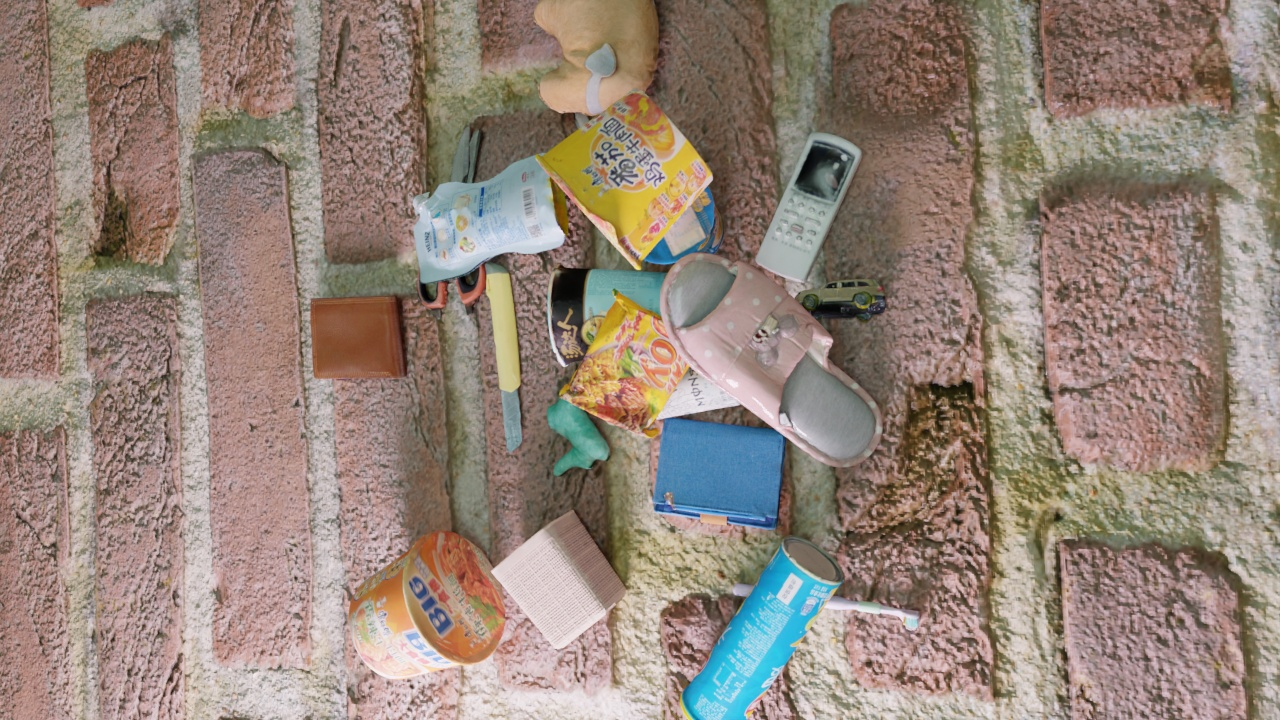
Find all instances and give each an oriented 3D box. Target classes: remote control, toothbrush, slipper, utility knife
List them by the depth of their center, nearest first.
[{"bbox_3d":[0.131,0.003,0.878,0.274,0.054,0.114,42,81,-12],"label":"slipper"},{"bbox_3d":[0.186,0.249,0.936,0.189,0.029,0.021,5,51,20],"label":"toothbrush"},{"bbox_3d":[0.172,-0.157,0.937,0.058,0.021,0.150,25,99,17],"label":"remote control"},{"bbox_3d":[-0.154,-0.005,1.047,0.031,0.022,0.219,-6,82,0],"label":"utility knife"}]

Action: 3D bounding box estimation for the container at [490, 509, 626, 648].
[{"bbox_3d":[-0.083,0.237,0.992,0.090,0.090,0.111,-41,81,14],"label":"container"}]

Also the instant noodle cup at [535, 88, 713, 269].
[{"bbox_3d":[-0.009,-0.168,0.830,0.110,0.138,0.138,-42,78,5],"label":"instant noodle cup"}]

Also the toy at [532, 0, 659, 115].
[{"bbox_3d":[-0.049,-0.375,0.980,0.143,0.082,0.226,-6,86,10],"label":"toy"}]

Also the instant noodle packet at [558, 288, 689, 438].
[{"bbox_3d":[-0.005,0.005,0.909,0.110,0.044,0.128,27,104,-9],"label":"instant noodle packet"}]

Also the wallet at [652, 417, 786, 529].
[{"bbox_3d":[0.083,0.118,0.960,0.133,0.040,0.106,5,83,19],"label":"wallet"}]

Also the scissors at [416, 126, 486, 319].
[{"bbox_3d":[-0.203,-0.159,1.067,0.207,0.015,0.192,-43,76,14],"label":"scissors"}]

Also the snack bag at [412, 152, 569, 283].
[{"bbox_3d":[-0.174,-0.158,1.030,0.191,0.038,0.110,-13,91,21],"label":"snack bag"}]

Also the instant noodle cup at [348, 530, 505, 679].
[{"bbox_3d":[-0.241,0.279,1.019,0.112,0.151,0.151,-29,81,25],"label":"instant noodle cup"}]

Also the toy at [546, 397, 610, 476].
[{"bbox_3d":[-0.073,0.083,1.017,0.097,0.030,0.092,-41,76,20],"label":"toy"}]

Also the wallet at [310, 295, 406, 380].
[{"bbox_3d":[-0.342,-0.027,1.108,0.125,0.032,0.101,-1,93,19],"label":"wallet"}]

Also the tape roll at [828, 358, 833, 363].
[{"bbox_3d":[0.164,0.029,0.944,0.086,0.014,0.086,0,90,18],"label":"tape roll"}]

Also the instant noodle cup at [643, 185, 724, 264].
[{"bbox_3d":[0.040,-0.141,0.935,0.099,0.109,0.099,0,89,18],"label":"instant noodle cup"}]

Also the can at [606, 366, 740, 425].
[{"bbox_3d":[0.033,0.030,0.965,0.147,0.058,0.058,-11,87,18],"label":"can"}]

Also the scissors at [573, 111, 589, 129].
[{"bbox_3d":[-0.045,-0.191,1.012,0.180,0.019,0.170,42,102,15],"label":"scissors"}]

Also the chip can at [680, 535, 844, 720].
[{"bbox_3d":[0.120,0.278,0.918,0.071,0.071,0.210,34,107,15],"label":"chip can"}]

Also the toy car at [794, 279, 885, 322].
[{"bbox_3d":[0.198,-0.060,0.918,0.090,0.042,0.035,-4,67,14],"label":"toy car"}]

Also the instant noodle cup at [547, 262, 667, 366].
[{"bbox_3d":[-0.026,-0.051,0.965,0.120,0.111,0.111,-2,89,11],"label":"instant noodle cup"}]
